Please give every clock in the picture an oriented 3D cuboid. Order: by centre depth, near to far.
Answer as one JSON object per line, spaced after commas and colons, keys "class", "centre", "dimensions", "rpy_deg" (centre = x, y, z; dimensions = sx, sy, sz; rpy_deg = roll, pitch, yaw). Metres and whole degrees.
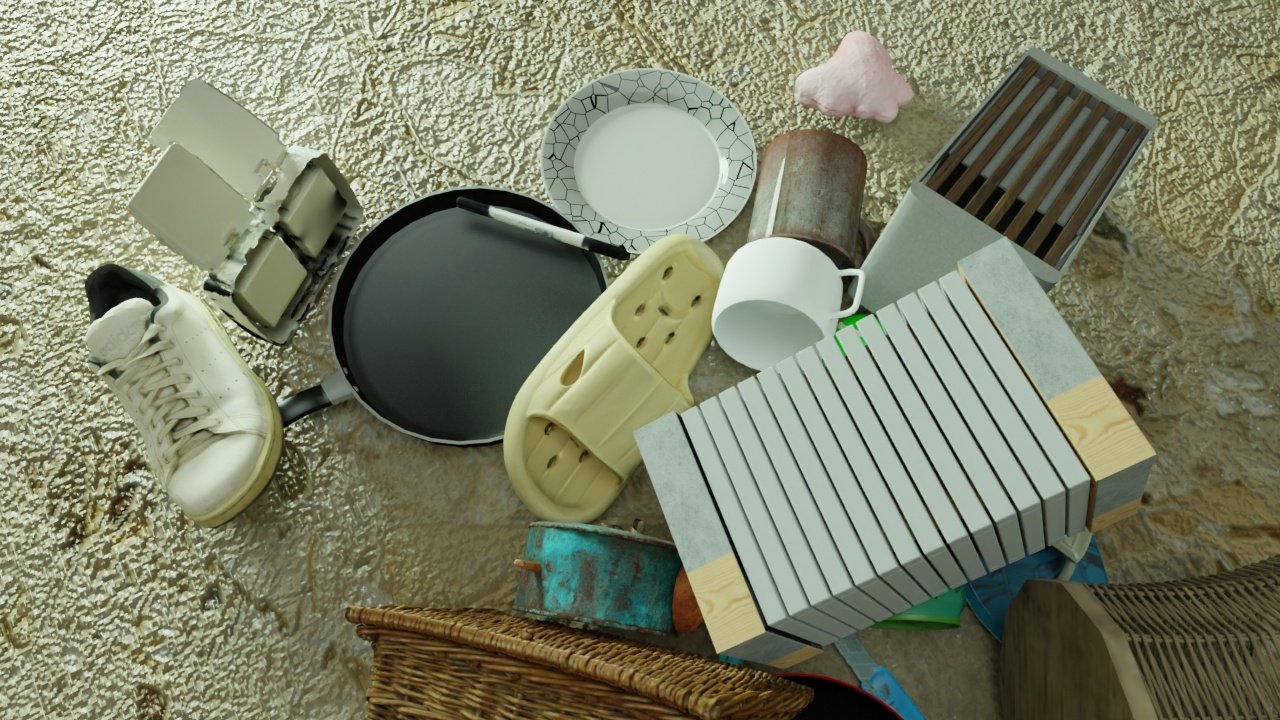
{"class": "clock", "centre": [-0.007, 0.150, 0.635], "dimensions": [0.157, 0.121, 0.073], "rpy_deg": [12, 74, -3]}

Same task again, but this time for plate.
{"class": "plate", "centre": [0.007, -0.175, 0.810], "dimensions": [0.188, 0.016, 0.188], "rpy_deg": [0, 69, -1]}

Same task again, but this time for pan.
{"class": "pan", "centre": [0.172, 0.342, 0.591], "dimensions": [0.356, 0.067, 0.208], "rpy_deg": [22, 71, 7]}
{"class": "pan", "centre": [-0.192, -0.005, 0.734], "dimensions": [0.356, 0.034, 0.225], "rpy_deg": [-31, 73, -12]}

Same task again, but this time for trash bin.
{"class": "trash bin", "centre": [0.151, 0.070, 0.569], "dimensions": [0.247, 0.142, 0.142], "rpy_deg": [-29, 61, 12]}
{"class": "trash bin", "centre": [0.280, -0.119, 0.710], "dimensions": [0.114, 0.115, 0.228], "rpy_deg": [37, 58, 12]}

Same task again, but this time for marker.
{"class": "marker", "centre": [-0.080, -0.108, 0.753], "dimensions": [0.152, 0.011, 0.011], "rpy_deg": [19, 70, 6]}

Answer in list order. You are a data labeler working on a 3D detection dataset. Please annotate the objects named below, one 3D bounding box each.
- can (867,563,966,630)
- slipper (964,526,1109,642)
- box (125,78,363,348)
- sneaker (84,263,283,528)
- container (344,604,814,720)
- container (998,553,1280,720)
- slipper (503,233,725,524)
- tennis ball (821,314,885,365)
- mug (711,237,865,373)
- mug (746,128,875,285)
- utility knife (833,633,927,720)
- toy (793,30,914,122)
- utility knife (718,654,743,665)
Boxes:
{"class": "can", "centre": [0.189, 0.119, 0.667], "dimensions": [0.083, 0.083, 0.144], "rpy_deg": [3, 69, 0]}
{"class": "slipper", "centre": [0.284, 0.080, 0.697], "dimensions": [0.118, 0.060, 0.294], "rpy_deg": [-4, 70, 1]}
{"class": "box", "centre": [-0.296, -0.111, 0.702], "dimensions": [0.066, 0.186, 0.145], "rpy_deg": [10, 63, 32]}
{"class": "sneaker", "centre": [-0.339, 0.010, 0.660], "dimensions": [0.089, 0.102, 0.241], "rpy_deg": [-37, 56, -6]}
{"class": "container", "centre": [-0.047, 0.256, 0.539], "dimensions": [0.250, 0.162, 0.183], "rpy_deg": [3, 76, 29]}
{"class": "container", "centre": [0.352, 0.224, 0.554], "dimensions": [0.196, 0.227, 0.226], "rpy_deg": [-2, 69, 0]}
{"class": "slipper", "centre": [-0.004, 0.004, 0.692], "dimensions": [0.111, 0.079, 0.260], "rpy_deg": [41, 67, -17]}
{"class": "tennis ball", "centre": [0.176, -0.004, 0.722], "dimensions": [0.065, 0.065, 0.065], "rpy_deg": [0, 69, -1]}
{"class": "mug", "centre": [0.115, -0.044, 0.702], "dimensions": [0.116, 0.094, 0.067], "rpy_deg": [-8, 46, 34]}
{"class": "mug", "centre": [0.150, -0.117, 0.760], "dimensions": [0.123, 0.096, 0.110], "rpy_deg": [23, 71, -26]}
{"class": "utility knife", "centre": [0.193, 0.266, 0.649], "dimensions": [0.031, 0.015, 0.196], "rpy_deg": [-32, 72, -17]}
{"class": "toy", "centre": [0.198, -0.250, 0.822], "dimensions": [0.093, 0.050, 0.102], "rpy_deg": [37, 70, 15]}
{"class": "utility knife", "centre": [0.066, 0.198, 0.638], "dimensions": [0.022, 0.015, 0.117], "rpy_deg": [-26, 24, 25]}
